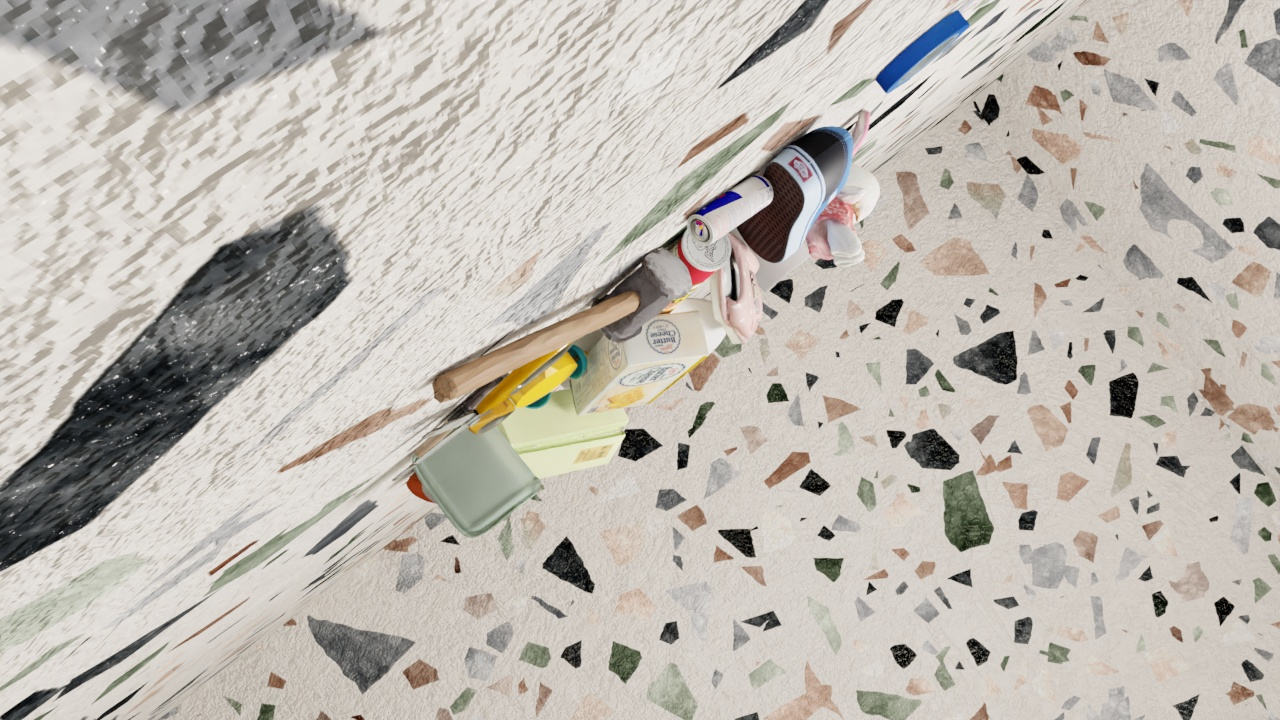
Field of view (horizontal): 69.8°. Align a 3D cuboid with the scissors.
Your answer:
[{"bbox_3d":[-0.152,0.049,0.918,0.225,0.016,0.230,-38,175,-3],"label":"scissors"}]

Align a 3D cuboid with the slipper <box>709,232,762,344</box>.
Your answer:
[{"bbox_3d":[0.117,-0.085,1.101,0.054,0.114,0.274,-6,167,10],"label":"slipper"}]

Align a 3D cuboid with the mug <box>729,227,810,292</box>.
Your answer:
[{"bbox_3d":[0.152,-0.142,1.205,0.112,0.097,0.078,-39,178,32],"label":"mug"}]

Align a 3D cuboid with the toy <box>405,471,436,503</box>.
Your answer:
[{"bbox_3d":[-0.213,0.128,1.229,0.164,0.093,0.172,-42,164,34],"label":"toy"}]

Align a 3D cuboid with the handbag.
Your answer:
[{"bbox_3d":[-0.186,0.129,1.040,0.106,0.122,0.067,-37,179,-11],"label":"handbag"}]

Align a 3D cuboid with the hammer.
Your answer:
[{"bbox_3d":[-0.062,-0.027,0.799,0.098,0.052,0.327,-39,175,34],"label":"hammer"}]

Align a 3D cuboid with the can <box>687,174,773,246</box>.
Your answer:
[{"bbox_3d":[0.086,-0.143,0.866,0.095,0.032,0.032,-37,178,-31],"label":"can"}]

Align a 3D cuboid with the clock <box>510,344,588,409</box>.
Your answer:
[{"bbox_3d":[-0.111,0.019,1.062,0.099,0.043,0.129,-38,171,12],"label":"clock"}]

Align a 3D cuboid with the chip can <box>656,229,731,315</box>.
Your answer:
[{"bbox_3d":[0.033,-0.086,1.006,0.051,0.052,0.215,-37,179,-24],"label":"chip can"}]

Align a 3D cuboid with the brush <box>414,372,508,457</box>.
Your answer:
[{"bbox_3d":[-0.185,0.057,0.944,0.152,0.012,0.038,-40,177,26],"label":"brush"}]

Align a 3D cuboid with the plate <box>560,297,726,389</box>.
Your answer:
[{"bbox_3d":[0.006,-0.008,1.221,0.242,0.016,0.243,-16,155,-8],"label":"plate"}]

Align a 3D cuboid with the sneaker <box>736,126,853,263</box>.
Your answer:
[{"bbox_3d":[0.168,-0.173,0.960,0.098,0.083,0.241,-37,176,-11],"label":"sneaker"}]

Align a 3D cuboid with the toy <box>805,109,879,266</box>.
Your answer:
[{"bbox_3d":[0.231,-0.181,1.052,0.193,0.084,0.159,-72,171,-46],"label":"toy"}]

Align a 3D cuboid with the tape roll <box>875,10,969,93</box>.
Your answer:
[{"bbox_3d":[0.268,-0.293,0.875,0.091,0.016,0.093,-36,178,-43],"label":"tape roll"}]

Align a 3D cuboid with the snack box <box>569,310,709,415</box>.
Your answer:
[{"bbox_3d":[-0.007,0.006,1.103,0.104,0.057,0.208,-8,165,-22],"label":"snack box"}]

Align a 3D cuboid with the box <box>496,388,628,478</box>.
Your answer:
[{"bbox_3d":[-0.103,0.097,1.181,0.187,0.127,0.066,-6,-164,-39],"label":"box"}]
